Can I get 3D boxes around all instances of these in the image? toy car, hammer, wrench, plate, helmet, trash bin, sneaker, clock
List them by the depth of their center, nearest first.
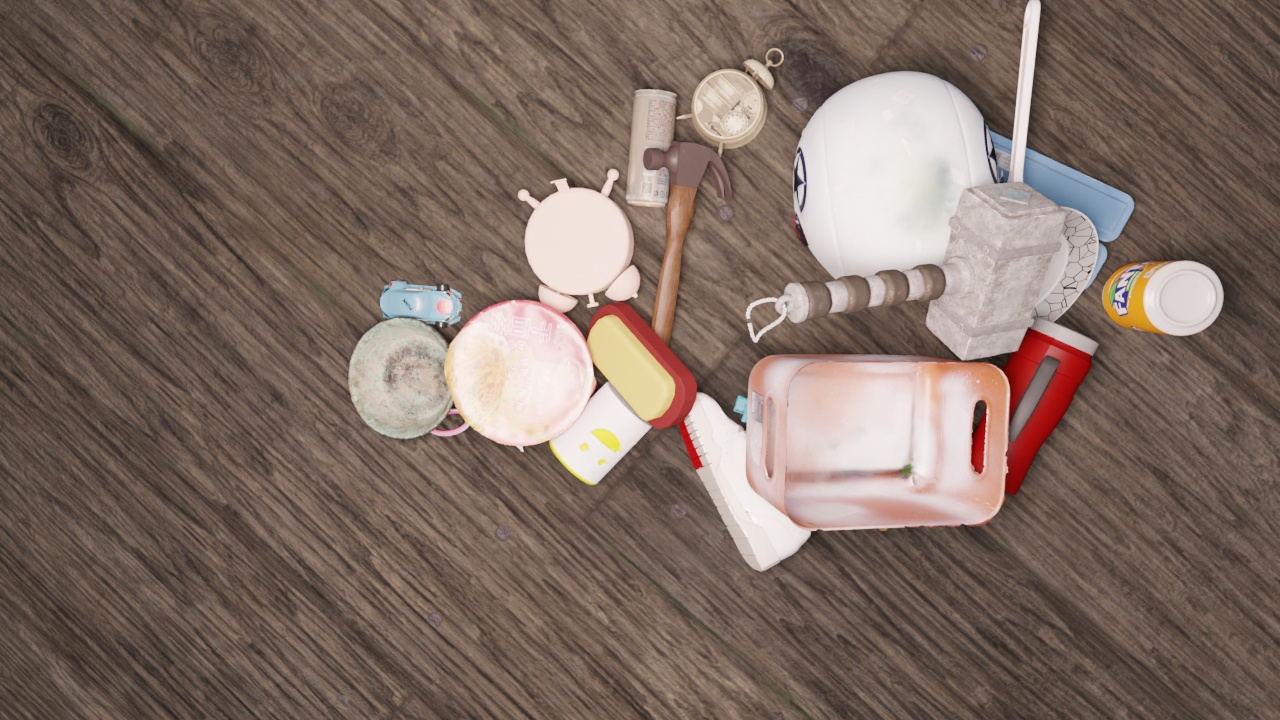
[{"bbox_3d":[0.260,-0.075,0.928,0.325,0.079,0.177,-9,128,-17],"label":"hammer"},{"bbox_3d":[0.287,-0.188,1.027,0.237,0.163,0.264,-5,101,13],"label":"helmet"},{"bbox_3d":[0.259,0.083,1.040,0.259,0.157,0.181,0,95,-12],"label":"trash bin"},{"bbox_3d":[0.433,-0.271,1.043,0.018,0.066,0.273,5,94,8],"label":"wrench"},{"bbox_3d":[0.434,-0.096,1.053,0.188,0.016,0.189,-10,130,-12],"label":"plate"},{"bbox_3d":[0.118,-0.318,1.101,0.093,0.054,0.141,44,101,2],"label":"clock"},{"bbox_3d":[0.037,-0.104,1.126,0.115,0.033,0.323,1,106,-28],"label":"hammer"},{"bbox_3d":[-0.076,-0.144,1.135,0.131,0.086,0.160,-11,100,9],"label":"clock"},{"bbox_3d":[0.134,0.133,1.136,0.104,0.090,0.236,-26,84,-12],"label":"sneaker"},{"bbox_3d":[-0.289,-0.073,1.193,0.108,0.027,0.060,5,96,7],"label":"toy car"}]

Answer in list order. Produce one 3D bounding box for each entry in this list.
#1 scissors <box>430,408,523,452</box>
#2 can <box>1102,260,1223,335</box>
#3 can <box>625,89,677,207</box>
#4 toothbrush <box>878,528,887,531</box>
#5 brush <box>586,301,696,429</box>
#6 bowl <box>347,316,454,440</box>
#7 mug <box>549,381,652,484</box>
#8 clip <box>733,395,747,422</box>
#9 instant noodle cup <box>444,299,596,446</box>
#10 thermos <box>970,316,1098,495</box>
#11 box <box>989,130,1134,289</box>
[{"bbox_3d":[-0.208,0.043,1.201,0.170,0.013,0.173,-4,95,9],"label":"scissors"},{"bbox_3d":[0.574,-0.071,1.019,0.079,0.142,0.079,1,95,7],"label":"can"},{"bbox_3d":[0.013,-0.258,1.121,0.054,0.054,0.135,5,96,7],"label":"can"},{"bbox_3d":[0.288,0.132,1.142,0.016,0.016,0.167,-11,95,7],"label":"toothbrush"},{"bbox_3d":[-0.007,0.007,1.114,0.173,0.041,0.082,49,129,25],"label":"brush"},{"bbox_3d":[-0.300,0.023,1.190,0.158,0.038,0.157,0,91,16],"label":"bowl"},{"bbox_3d":[-0.050,0.091,1.150,0.082,0.082,0.106,44,98,2],"label":"mug"},{"bbox_3d":[0.176,0.072,1.141,0.120,0.104,0.027,15,99,-1],"label":"clip"},{"bbox_3d":[-0.145,0.014,1.151,0.179,0.077,0.178,0,92,3],"label":"instant noodle cup"},{"bbox_3d":[0.448,0.053,1.067,0.084,0.108,0.199,28,101,21],"label":"thermos"},{"bbox_3d":[0.462,-0.177,1.086,0.209,0.021,0.125,27,97,5],"label":"box"}]
